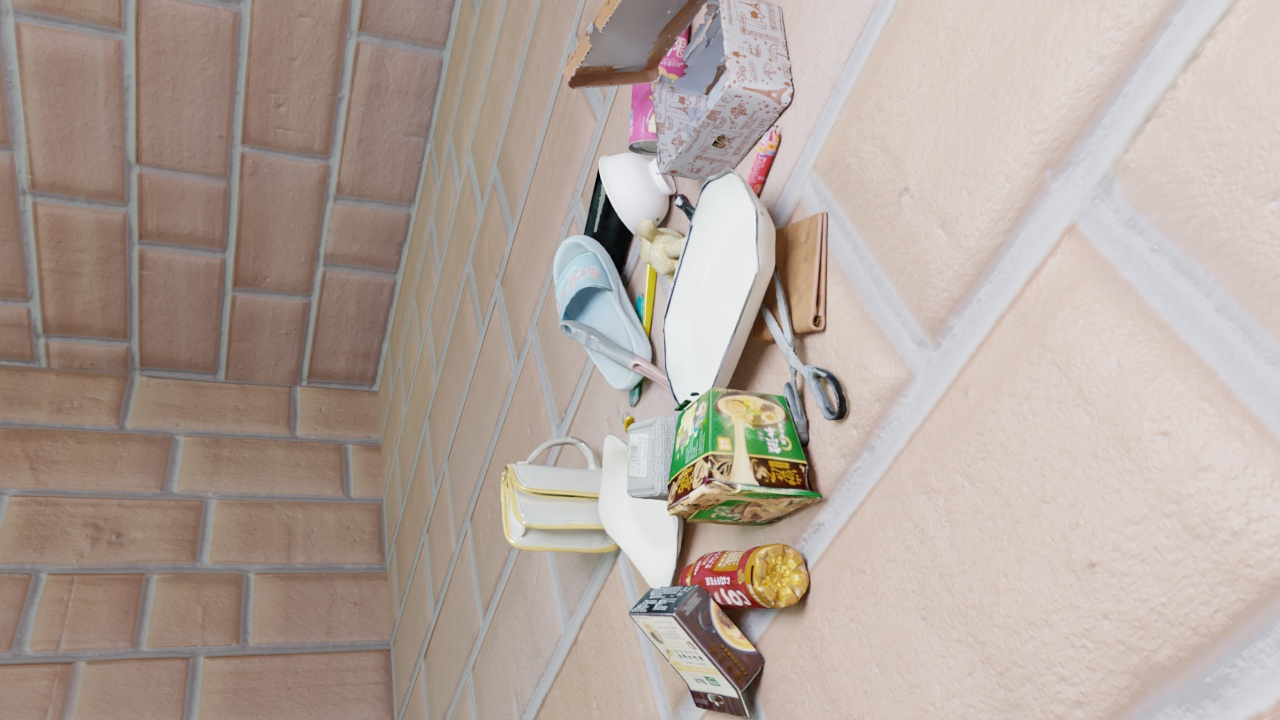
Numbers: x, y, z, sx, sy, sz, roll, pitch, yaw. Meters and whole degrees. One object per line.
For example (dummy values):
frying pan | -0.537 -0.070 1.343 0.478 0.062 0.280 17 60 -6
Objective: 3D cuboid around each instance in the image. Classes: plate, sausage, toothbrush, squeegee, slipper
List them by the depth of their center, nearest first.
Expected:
plate | 0.079 -0.064 0.936 0.162 0.034 0.266 -111 29 -46
sausage | 0.116 -0.177 0.974 0.020 0.020 0.156 -113 36 -48
plate | 0.006 0.179 1.091 0.164 0.034 0.164 44 139 42
squeegee | -0.007 0.007 1.124 0.250 0.040 0.248 32 119 32
toothbrush | -0.013 0.122 1.136 0.192 0.016 0.018 89 159 -52
toothbrush | 0.008 -0.067 1.206 0.017 0.015 0.190 -176 91 -74
slipper | -0.065 -0.062 1.219 0.104 0.074 0.245 -52 53 34

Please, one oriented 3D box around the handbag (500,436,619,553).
handbag | -0.104 0.167 1.232 0.178 0.163 0.063 -106 33 -42

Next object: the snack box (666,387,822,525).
snack box | 0.090 0.088 0.854 0.118 0.117 0.105 135 139 -59

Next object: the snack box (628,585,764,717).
snack box | 0.058 0.289 0.921 0.125 0.053 0.113 50 153 -5

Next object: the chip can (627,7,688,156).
chip can | 0.024 -0.370 1.162 0.071 0.071 0.210 175 99 -67

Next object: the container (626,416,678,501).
container | 0.051 0.103 0.944 0.090 0.114 0.090 156 116 -64

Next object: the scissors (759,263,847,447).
scissors | 0.141 0.000 0.851 0.159 0.014 0.175 32 125 58

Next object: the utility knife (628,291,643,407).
utility knife | -0.006 -0.015 1.231 0.029 0.013 0.157 174 100 -67

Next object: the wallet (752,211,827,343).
wallet | 0.145 -0.078 0.887 0.101 0.020 0.115 165 110 -64

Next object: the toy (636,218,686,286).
toy | 0.041 -0.129 1.087 0.066 0.105 0.157 -41 21 -7

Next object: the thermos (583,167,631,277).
thermos | -0.058 -0.160 1.313 0.090 0.068 0.243 -123 43 -55

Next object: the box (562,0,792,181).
box | 0.031 -0.310 0.979 0.184 0.192 0.156 136 133 -58

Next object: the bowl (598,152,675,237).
bowl | 0.005 -0.221 1.166 0.065 0.118 0.118 -26 53 20

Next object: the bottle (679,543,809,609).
bottle | 0.093 0.213 0.894 0.175 0.057 0.057 148 124 -62

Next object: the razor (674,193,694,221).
razor | 0.065 -0.172 1.088 0.142 0.022 0.043 -123 45 -56
